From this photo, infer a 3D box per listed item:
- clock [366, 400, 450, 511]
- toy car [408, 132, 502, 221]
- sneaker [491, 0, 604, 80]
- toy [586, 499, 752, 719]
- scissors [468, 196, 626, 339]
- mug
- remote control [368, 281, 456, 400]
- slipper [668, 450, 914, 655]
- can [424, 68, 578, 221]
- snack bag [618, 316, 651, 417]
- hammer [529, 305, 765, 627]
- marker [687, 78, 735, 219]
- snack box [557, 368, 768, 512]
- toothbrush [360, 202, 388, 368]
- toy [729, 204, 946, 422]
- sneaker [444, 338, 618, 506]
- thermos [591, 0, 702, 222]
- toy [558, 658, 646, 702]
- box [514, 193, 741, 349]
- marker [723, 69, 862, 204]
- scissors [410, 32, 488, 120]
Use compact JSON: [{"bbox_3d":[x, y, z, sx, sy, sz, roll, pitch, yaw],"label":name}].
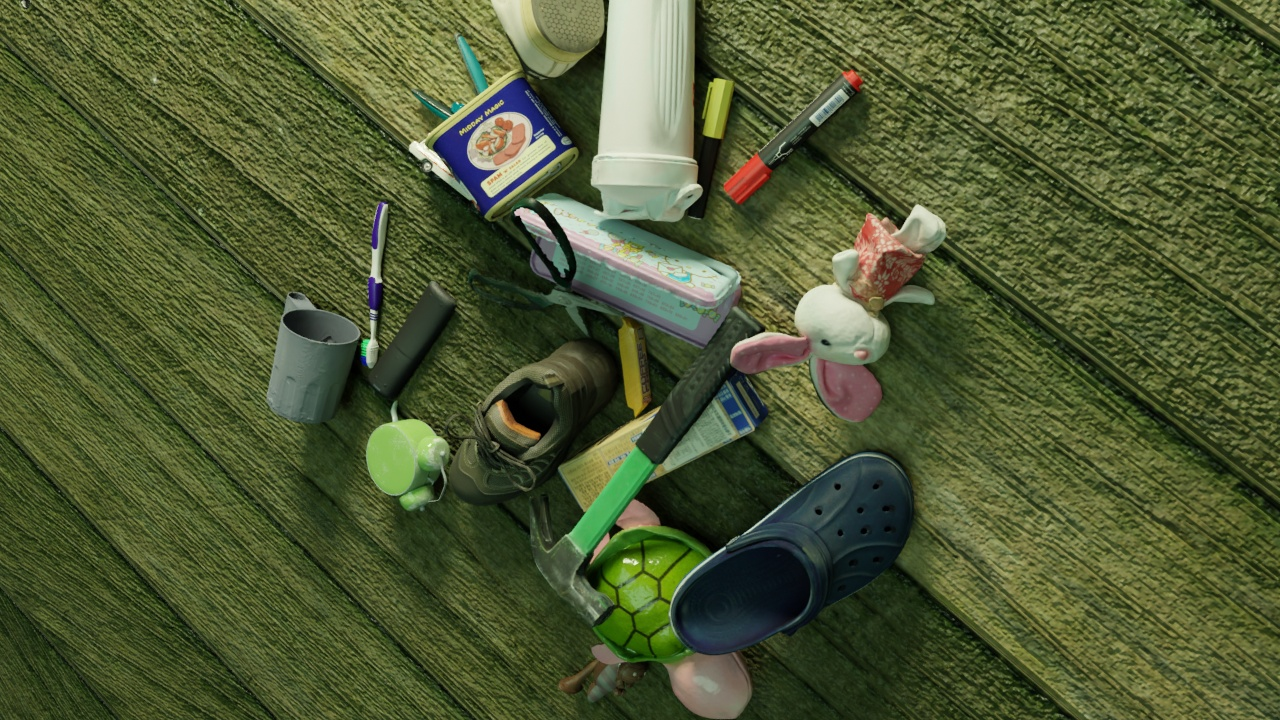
[{"bbox_3d":[-0.255,0.111,1.008,0.119,0.042,0.094,33,113,26],"label":"clock"},{"bbox_3d":[-0.181,-0.186,0.926,0.113,0.039,0.039,38,92,11],"label":"toy car"},{"bbox_3d":[-0.097,-0.363,0.830,0.103,0.088,0.241,-34,66,62],"label":"sneaker"},{"bbox_3d":[0.023,0.245,0.899,0.190,0.087,0.238,-31,91,9],"label":"toy"},{"bbox_3d":[-0.106,-0.086,0.863,0.202,0.015,0.202,15,150,28],"label":"scissors"},{"bbox_3d":[-0.378,-0.004,1.034,0.124,0.083,0.104,39,118,38],"label":"mug"},{"bbox_3d":[-0.251,-0.019,1.001,0.041,0.020,0.152,42,113,9],"label":"remote control"},{"bbox_3d":[0.138,0.182,0.807,0.253,0.095,0.105,-36,86,6],"label":"slipper"},{"bbox_3d":[-0.128,-0.201,0.869,0.116,0.056,0.092,-37,91,2],"label":"can"},{"bbox_3d":[-0.005,0.005,0.895,0.020,0.026,0.099,-2,99,24],"label":"snack bag"},{"bbox_3d":[0.005,0.086,0.835,0.130,0.032,0.319,44,108,25],"label":"hammer"},{"bbox_3d":[0.061,-0.190,0.828,0.021,0.017,0.124,18,109,19],"label":"marker"},{"bbox_3d":[0.020,0.076,0.884,0.207,0.057,0.056,-29,92,26],"label":"snack box"},{"bbox_3d":[-0.292,-0.081,1.008,0.016,0.015,0.187,16,107,25],"label":"toothbrush"},{"bbox_3d":[0.182,-0.044,0.770,0.159,0.084,0.194,27,110,-27],"label":"toy"},{"bbox_3d":[-0.128,0.083,0.900,0.101,0.142,0.239,48,117,7],"label":"sneaker"},{"bbox_3d":[0.008,-0.233,0.801,0.099,0.099,0.220,7,101,22],"label":"thermos"},{"bbox_3d":[-0.034,0.333,0.973,0.102,0.041,0.054,-45,60,17],"label":"toy"},{"bbox_3d":[-0.018,-0.081,0.845,0.214,0.092,0.089,25,110,17],"label":"box"},{"bbox_3d":[0.132,-0.192,0.794,0.145,0.021,0.023,-41,76,25],"label":"marker"},{"bbox_3d":[-0.166,-0.256,0.913,0.156,0.019,0.125,19,110,17],"label":"scissors"}]
